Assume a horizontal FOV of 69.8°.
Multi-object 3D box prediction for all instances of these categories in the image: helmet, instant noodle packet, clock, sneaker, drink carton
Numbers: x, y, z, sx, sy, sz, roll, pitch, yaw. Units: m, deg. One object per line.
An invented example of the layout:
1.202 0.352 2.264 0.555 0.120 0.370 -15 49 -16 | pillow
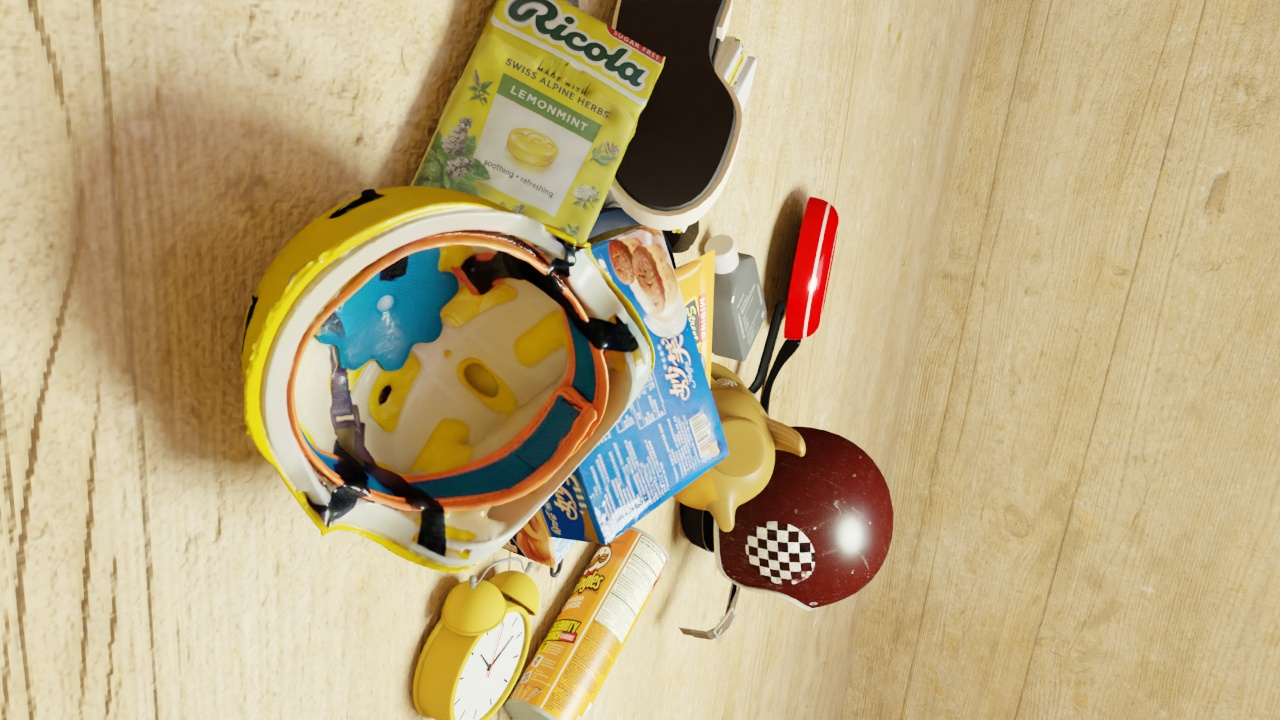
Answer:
0.192 0.207 1.177 0.232 0.254 0.234 -53 137 -52 | helmet
-0.127 -0.010 0.532 0.209 0.139 0.240 -48 136 -3 | helmet
-0.005 0.004 0.822 0.220 0.032 0.160 -26 127 -41 | instant noodle packet
-0.133 0.237 0.766 0.113 0.052 0.152 11 97 -66 | clock
0.021 -0.205 0.753 0.117 0.112 0.293 87 3 -58 | sneaker
-0.092 0.107 0.762 0.040 0.064 0.130 -47 143 -45 | drink carton

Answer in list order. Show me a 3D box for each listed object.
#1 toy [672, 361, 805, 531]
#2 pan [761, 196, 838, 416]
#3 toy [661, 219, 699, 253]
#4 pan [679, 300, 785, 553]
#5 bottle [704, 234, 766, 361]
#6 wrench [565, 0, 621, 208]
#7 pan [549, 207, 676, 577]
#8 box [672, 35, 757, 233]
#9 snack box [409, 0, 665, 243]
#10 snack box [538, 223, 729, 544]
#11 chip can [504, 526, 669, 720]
0.085 0.079 1.049 0.203 0.199 0.162 -62 142 -71 | toy
0.236 -0.063 1.368 0.208 0.067 0.357 -48 147 -68 | pan
0.018 -0.142 0.884 0.100 0.063 0.076 17 54 -52 | toy
0.132 0.087 1.261 0.204 0.044 0.355 24 81 -65 | pan
0.110 -0.083 1.118 0.083 0.046 0.174 -63 153 -27 | bottle
-0.045 -0.205 0.762 0.069 0.010 0.274 -55 148 -39 | wrench
-0.053 0.038 0.827 0.198 0.021 0.357 -9 115 -48 | pan
0.042 -0.223 0.868 0.080 0.080 0.208 102 10 -59 | box
-0.070 -0.152 0.611 0.180 0.121 0.045 -68 -164 -14 | snack box
-0.028 0.014 0.707 0.154 0.069 0.203 -29 108 -40 | snack box
-0.050 0.274 0.933 0.214 0.075 0.075 -56 149 -36 | chip can
